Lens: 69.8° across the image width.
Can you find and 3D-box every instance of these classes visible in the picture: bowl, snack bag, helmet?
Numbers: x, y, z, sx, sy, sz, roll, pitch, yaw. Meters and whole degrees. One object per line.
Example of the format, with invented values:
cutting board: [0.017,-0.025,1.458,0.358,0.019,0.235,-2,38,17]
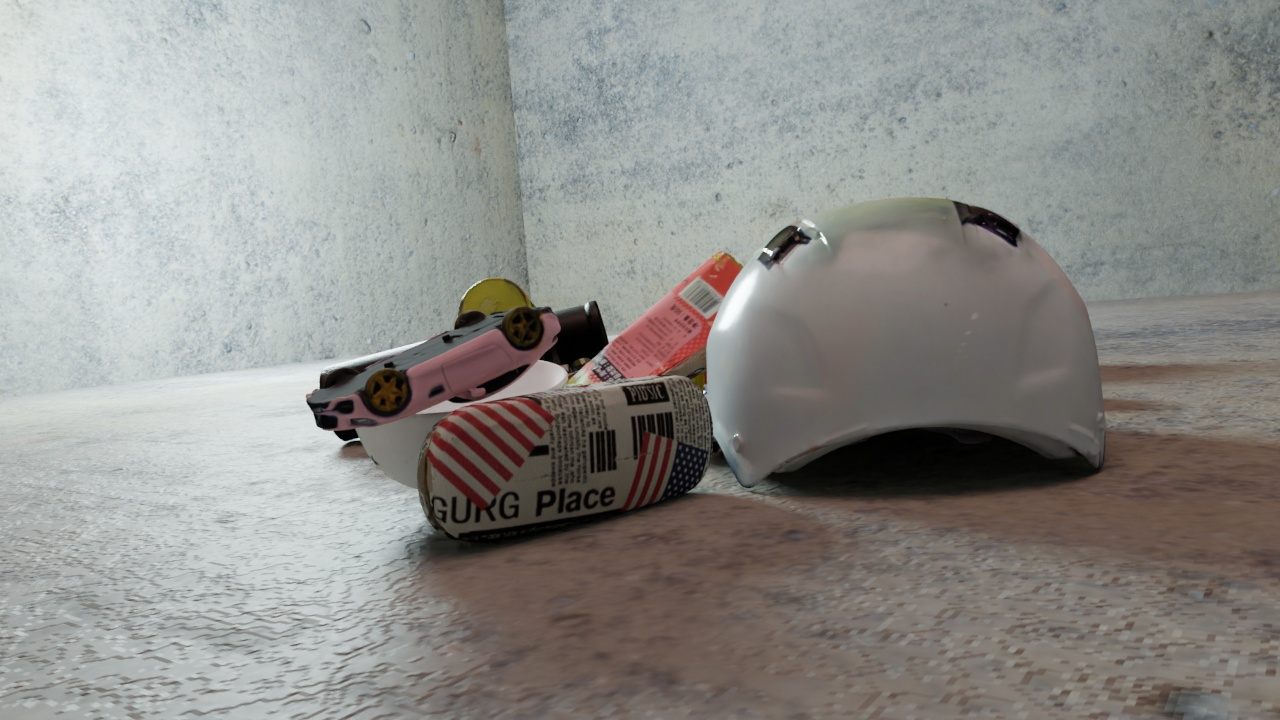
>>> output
bowl: [-0.095,0.042,0.486,0.118,0.065,0.118,-4,13,1]
snack bag: [-0.004,0.004,0.666,0.207,0.073,0.128,-34,17,-8]
helmet: [0.143,-0.019,0.543,0.229,0.146,0.258,-4,4,13]

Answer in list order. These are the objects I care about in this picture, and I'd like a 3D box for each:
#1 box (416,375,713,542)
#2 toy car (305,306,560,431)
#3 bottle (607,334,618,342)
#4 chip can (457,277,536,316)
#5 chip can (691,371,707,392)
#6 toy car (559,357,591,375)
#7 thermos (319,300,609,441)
box: [-0.031,0.044,0.439,0.164,0.068,0.051,-4,22,-38]
toy car: [-0.091,0.005,0.420,0.122,0.037,0.056,-28,16,-35]
bottle: [-0.039,0.011,0.886,0.067,0.068,0.190,-9,2,-44]
chip can: [-0.128,-0.026,0.976,0.072,0.072,0.221,-4,-11,5]
chip can: [0.120,0.003,0.789,0.216,0.073,0.073,-7,5,-27]
toy car: [-0.080,0.032,0.748,0.120,0.052,0.045,-7,-35,-7]
thermos: [-0.145,0.015,0.799,0.242,0.090,0.068,-14,48,2]
